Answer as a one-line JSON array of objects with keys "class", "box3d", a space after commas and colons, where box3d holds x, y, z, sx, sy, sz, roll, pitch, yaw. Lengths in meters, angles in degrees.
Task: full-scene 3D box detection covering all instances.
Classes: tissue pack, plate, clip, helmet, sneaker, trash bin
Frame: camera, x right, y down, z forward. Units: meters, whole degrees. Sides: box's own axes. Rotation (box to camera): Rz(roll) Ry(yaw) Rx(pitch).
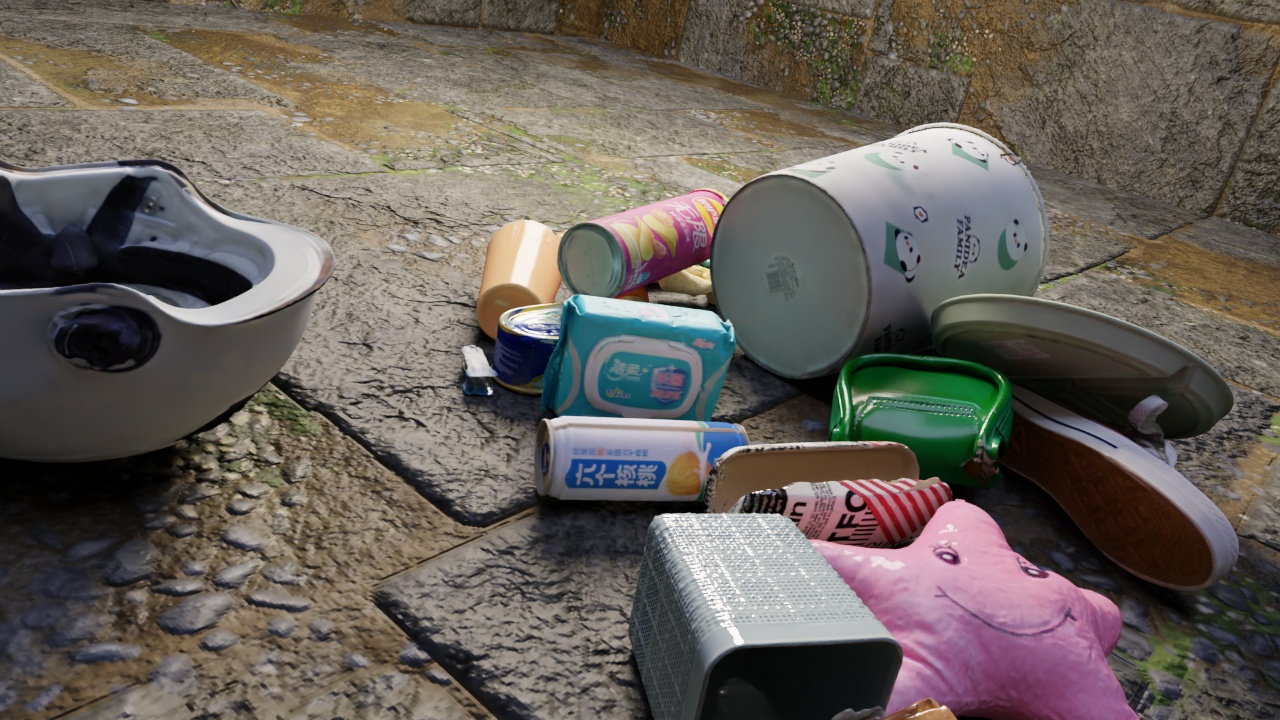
[{"class": "tissue pack", "box3d": [-0.004, 0.004, 0.680, 0.133, 0.093, 0.050, 7, 27, -9]}, {"class": "plate", "box3d": [0.343, 0.011, 0.738, 0.230, 0.027, 0.230, 24, -10, 4]}, {"class": "clip", "box3d": [-0.127, 0.006, 0.712, 0.026, 0.038, 0.058, 0, 24, -18]}, {"class": "helmet", "box3d": [-0.324, -0.023, 0.533, 0.258, 0.146, 0.229, 7, 24, -30]}, {"class": "sneaker", "box3d": [0.349, 0.075, 0.680, 0.087, 0.118, 0.241, -16, 25, -11]}, {"class": "trash bin", "box3d": [0.217, -0.100, 0.871, 0.251, 0.230, 0.230, -17, 37, -39]}]

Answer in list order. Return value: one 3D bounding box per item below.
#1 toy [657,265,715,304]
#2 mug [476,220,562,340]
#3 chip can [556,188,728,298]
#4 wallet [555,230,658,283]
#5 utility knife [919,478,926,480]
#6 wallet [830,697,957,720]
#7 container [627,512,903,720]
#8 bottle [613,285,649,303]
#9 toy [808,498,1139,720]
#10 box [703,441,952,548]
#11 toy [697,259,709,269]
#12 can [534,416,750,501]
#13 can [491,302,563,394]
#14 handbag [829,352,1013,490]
[{"class": "toy", "box3d": [0.085, -0.090, 0.964, 0.157, 0.066, 0.105, 3, 31, -18]}, {"class": "mug", "box3d": [-0.109, -0.067, 0.821, 0.078, 0.078, 0.122, 10, 29, -4]}, {"class": "chip can", "box3d": [0.013, -0.107, 0.836, 0.071, 0.071, 0.210, 23, 28, 24]}, {"class": "wallet", "box3d": [-0.026, -0.118, 1.011, 0.130, 0.035, 0.119, 0, 24, -32]}, {"class": "utility knife", "box3d": [0.216, 0.091, 0.688, 0.029, 0.013, 0.157, 12, 24, 11]}, {"class": "wallet", "box3d": [0.076, 0.186, 0.339, 0.131, 0.031, 0.107, -19, 30, -7]}, {"class": "container", "box3d": [0.048, 0.132, 0.432, 0.090, 0.090, 0.111, 3, 23, -19]}, {"class": "bottle", "box3d": [-0.021, -0.063, 0.866, 0.066, 0.067, 0.149, 2, 33, -20]}, {"class": "toy", "box3d": [0.171, 0.134, 0.493, 0.194, 0.075, 0.178, 14, 33, 2]}, {"class": "box", "box3d": [0.115, 0.086, 0.593, 0.163, 0.075, 0.082, -2, 39, -24]}, {"class": "toy", "box3d": [0.046, -0.136, 1.062, 0.096, 0.030, 0.092, 35, -1, 19]}, {"class": "can", "box3d": [0.001, 0.065, 0.598, 0.134, 0.053, 0.053, 3, 25, -18]}, {"class": "can", "box3d": [-0.050, -0.012, 0.750, 0.147, 0.049, 0.074, -6, 30, -35]}, {"class": "handbag", "box3d": [0.206, 0.048, 0.682, 0.131, 0.068, 0.120, 5, 25, 17]}]
